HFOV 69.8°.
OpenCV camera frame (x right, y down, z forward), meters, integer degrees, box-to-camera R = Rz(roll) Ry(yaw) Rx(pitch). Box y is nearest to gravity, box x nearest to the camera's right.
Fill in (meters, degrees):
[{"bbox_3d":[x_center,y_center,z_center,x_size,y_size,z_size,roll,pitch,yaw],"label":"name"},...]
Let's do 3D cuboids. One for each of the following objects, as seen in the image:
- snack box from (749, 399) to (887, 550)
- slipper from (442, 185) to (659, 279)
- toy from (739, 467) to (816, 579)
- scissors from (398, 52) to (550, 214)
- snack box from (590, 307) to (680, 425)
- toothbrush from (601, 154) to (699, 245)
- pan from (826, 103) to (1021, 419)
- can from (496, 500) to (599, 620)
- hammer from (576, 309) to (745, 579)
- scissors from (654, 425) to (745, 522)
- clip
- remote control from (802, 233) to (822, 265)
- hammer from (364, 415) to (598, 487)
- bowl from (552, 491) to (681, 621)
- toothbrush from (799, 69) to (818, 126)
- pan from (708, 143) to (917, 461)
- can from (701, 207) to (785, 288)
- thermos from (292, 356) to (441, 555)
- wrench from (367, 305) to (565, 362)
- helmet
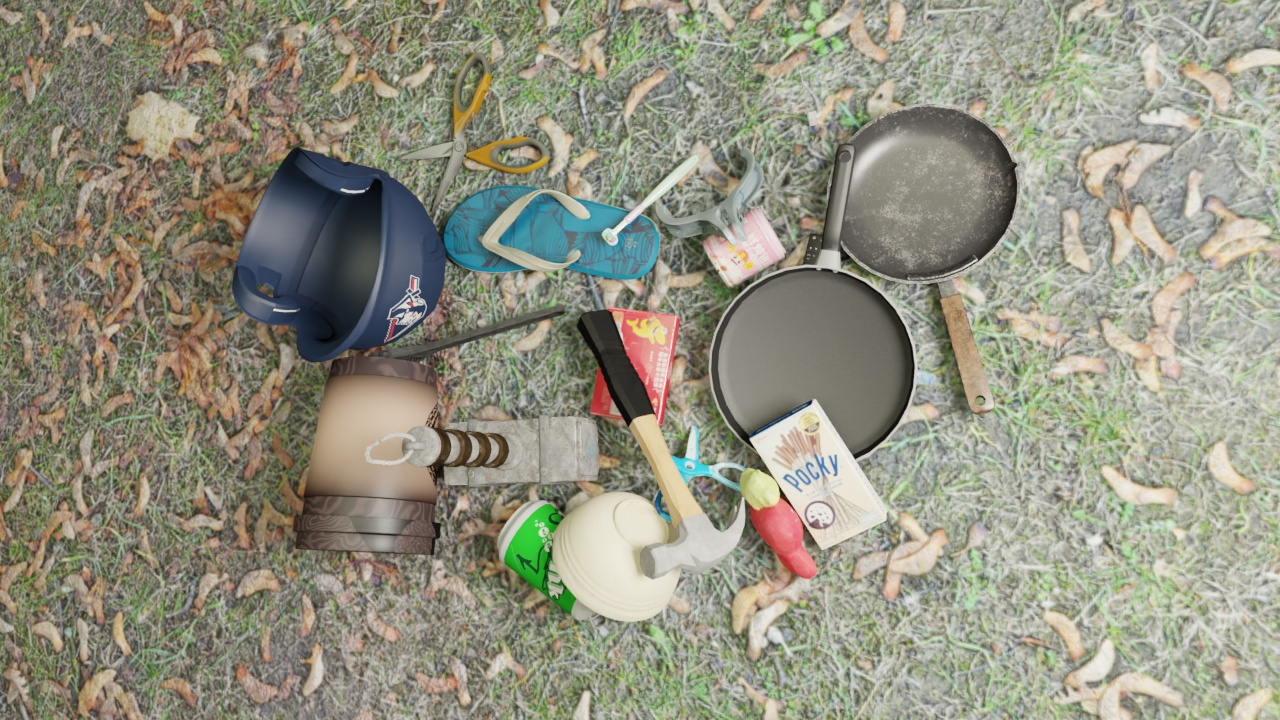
[{"bbox_3d":[0.193,0.124,0.997,0.082,0.026,0.150,-33,93,23],"label":"snack box"},{"bbox_3d":[-0.120,-0.162,1.142,0.295,0.060,0.118,9,83,18],"label":"slipper"},{"bbox_3d":[0.150,0.178,1.002,0.045,0.092,0.135,-29,90,-6],"label":"toy"},{"bbox_3d":[-0.221,-0.301,1.211,0.225,0.016,0.229,0,84,18],"label":"scissors"},{"bbox_3d":[-0.007,0.006,1.104,0.089,0.021,0.133,9,86,18],"label":"snack box"},{"bbox_3d":[0.014,-0.196,1.108,0.154,0.015,0.022,-44,110,-7],"label":"toothbrush"},{"bbox_3d":[0.327,-0.108,1.005,0.208,0.040,0.356,-15,80,15],"label":"pan"},{"bbox_3d":[-0.092,0.232,1.070,0.140,0.087,0.088,33,94,18],"label":"can"},{"bbox_3d":[0.008,0.080,1.021,0.131,0.039,0.328,-10,60,-28],"label":"hammer"},{"bbox_3d":[0.058,0.131,1.039,0.134,0.011,0.139,26,51,4],"label":"scissors"},{"bbox_3d":[0.080,-0.185,1.070,0.166,0.032,0.164,-1,51,44],"label":"clip"},{"bbox_3d":[0.194,-0.076,1.057,0.030,0.009,0.140,14,88,18],"label":"remote control"},{"bbox_3d":[-0.175,0.096,0.986,0.177,0.326,0.079,-4,82,17],"label":"hammer"},{"bbox_3d":[-0.014,0.201,1.007,0.151,0.150,0.076,45,129,17],"label":"bowl"},{"bbox_3d":[0.183,-0.284,0.995,0.010,0.181,0.010,-11,85,12],"label":"toothbrush"},{"bbox_3d":[0.199,-0.056,1.008,0.225,0.034,0.356,11,98,17],"label":"pan"},{"bbox_3d":[0.120,-0.130,1.057,0.076,0.067,0.067,-31,75,13],"label":"can"},{"bbox_3d":[-0.324,0.119,1.121,0.173,0.172,0.226,-2,77,17],"label":"thermos"},{"bbox_3d":[-0.225,-0.028,1.160,0.273,0.073,0.018,-16,79,9],"label":"wrench"},{"bbox_3d":[-0.345,-0.112,1.112,0.233,0.223,0.272,-53,35,20],"label":"helmet"}]
